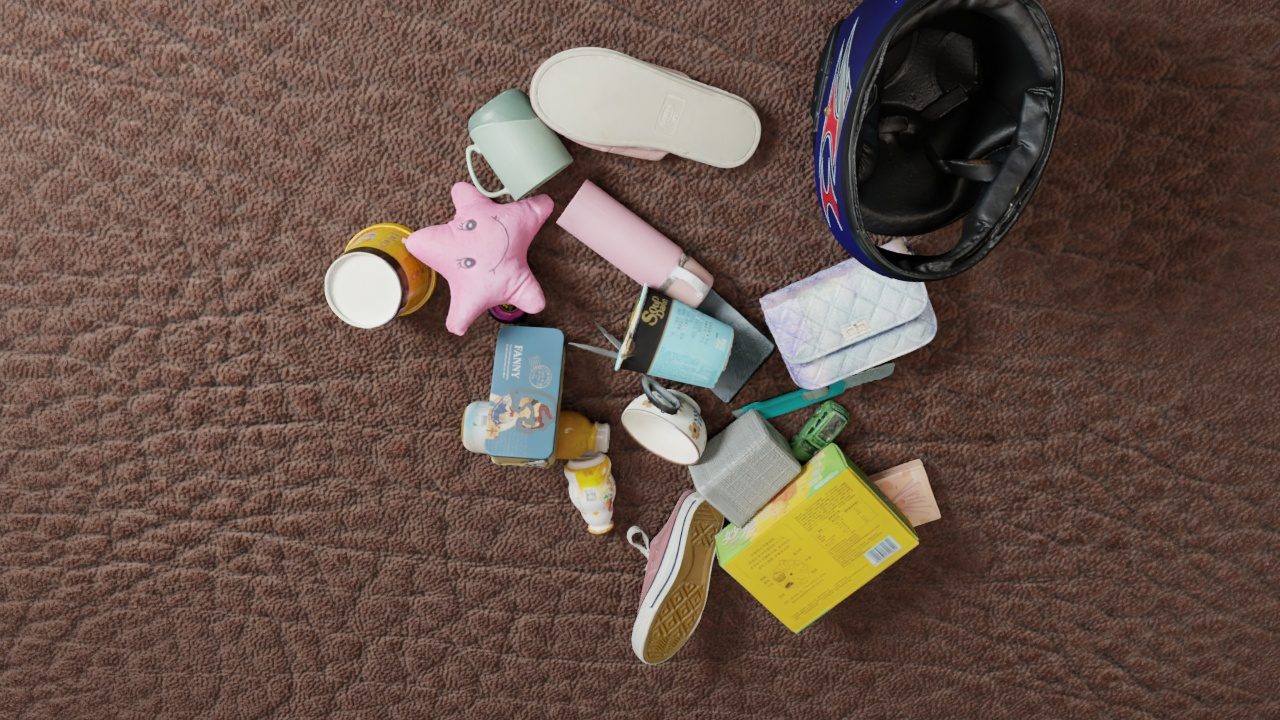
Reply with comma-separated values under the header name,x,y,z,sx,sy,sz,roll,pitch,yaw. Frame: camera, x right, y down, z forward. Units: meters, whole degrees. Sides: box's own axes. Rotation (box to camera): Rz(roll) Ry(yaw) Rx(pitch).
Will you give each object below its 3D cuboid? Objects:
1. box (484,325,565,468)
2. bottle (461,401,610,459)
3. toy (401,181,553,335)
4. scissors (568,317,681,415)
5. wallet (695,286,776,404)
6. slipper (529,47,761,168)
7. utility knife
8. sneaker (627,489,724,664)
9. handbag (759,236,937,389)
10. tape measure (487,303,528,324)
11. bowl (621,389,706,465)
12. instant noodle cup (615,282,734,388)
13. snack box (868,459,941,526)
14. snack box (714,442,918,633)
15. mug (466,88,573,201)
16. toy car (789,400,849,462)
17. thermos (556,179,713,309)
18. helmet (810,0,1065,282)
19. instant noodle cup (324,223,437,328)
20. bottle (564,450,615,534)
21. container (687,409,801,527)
name,x,y,z,sx,sy,sz,roll,pitch,yaw
box,-0.140,0.040,1.144,0.090,0.060,0.184,2,74,0
bottle,-0.135,0.093,1.195,0.189,0.068,0.068,5,109,1
toy,-0.197,-0.123,1.100,0.178,0.075,0.194,6,76,-2
scissors,-0.003,0.006,1.143,0.181,0.159,0.014,7,130,-25
wallet,0.098,-0.019,1.143,0.121,0.019,0.097,45,109,21
slipper,0.008,-0.290,1.065,0.274,0.054,0.114,10,112,-12
utility knife,0.224,0.042,1.188,0.217,0.013,0.029,-20,112,9
sneaker,0.038,0.285,1.241,0.118,0.088,0.241,18,90,-36
handbag,0.257,-0.054,1.122,0.194,0.075,0.134,-25,105,10
tape measure,-0.166,-0.075,1.155,0.058,0.039,0.057,16,99,-9
bowl,0.038,0.077,1.174,0.113,0.114,0.062,37,63,-9
instant noodle cup,0.043,-0.020,1.091,0.120,0.111,0.111,20,108,-4
snack box,0.313,0.196,1.229,0.157,0.026,0.084,-21,106,9
snack box,0.225,0.231,1.186,0.210,0.070,0.157,-41,108,14
mug,-0.154,-0.245,1.070,0.112,0.082,0.106,-36,101,2
toy car,0.233,0.095,1.196,0.043,0.036,0.091,33,111,-9
thermos,-0.002,-0.134,1.103,0.198,0.087,0.067,36,87,-8
helmet,0.293,-0.240,0.965,0.247,0.240,0.315,16,97,-3
instant noodle cup,-0.318,-0.099,1.116,0.118,0.114,0.118,1,109,2
bottle,-0.063,0.176,1.222,0.063,0.063,0.108,-9,108,6
container,0.134,0.135,1.180,0.114,0.090,0.090,-41,115,12
